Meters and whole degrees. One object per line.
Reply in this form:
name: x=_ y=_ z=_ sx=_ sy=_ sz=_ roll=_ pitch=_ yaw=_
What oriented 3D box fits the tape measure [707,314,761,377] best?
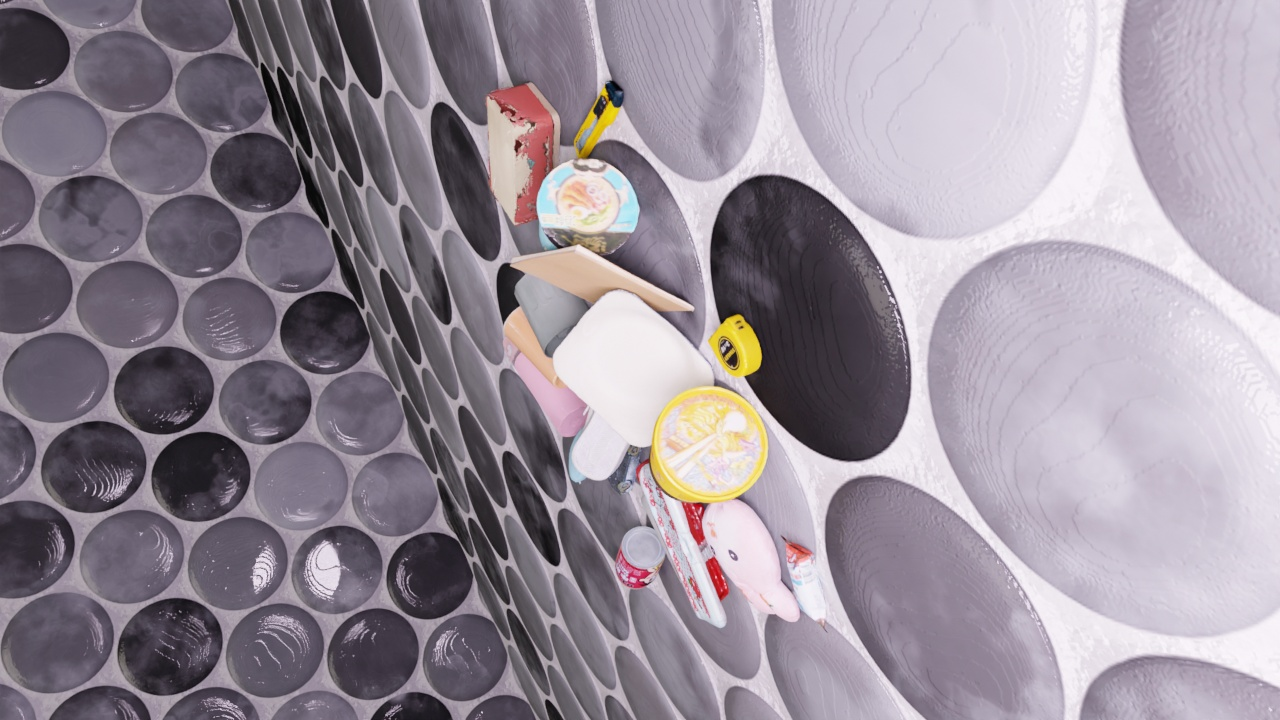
tape measure: x=0.097 y=-0.013 z=0.900 sx=0.057 sy=0.028 sz=0.060 roll=62 pitch=157 yaw=14

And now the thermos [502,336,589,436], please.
thermos: x=-0.148 y=0.034 z=1.421 sx=0.198 sy=0.067 sz=0.087 roll=49 pitch=137 yaw=32

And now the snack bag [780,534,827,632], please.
snack bag: x=0.174 y=0.234 z=0.967 sx=0.048 sy=0.026 sz=0.104 roll=-144 pitch=36 yaw=-70

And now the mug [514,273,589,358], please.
mug: x=-0.119 y=-0.057 z=1.258 sx=0.103 sy=0.083 sz=0.124 roll=60 pitch=155 yaw=21

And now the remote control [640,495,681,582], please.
remote control: x=0.043 y=0.242 z=1.267 sx=0.135 sy=0.019 sz=0.056 roll=64 pitch=157 yaw=7

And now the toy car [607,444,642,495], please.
toy car: x=-0.022 y=0.135 z=1.290 sx=0.054 sy=0.036 sz=0.121 roll=49 pitch=141 yaw=40

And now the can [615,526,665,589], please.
can: x=-0.001 y=0.292 z=1.349 sx=0.066 sy=0.066 sz=0.094 roll=56 pitch=155 yaw=24

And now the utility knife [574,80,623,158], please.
utility knife: x=-0.048 y=-0.259 z=1.003 sx=0.033 sy=0.015 sz=0.154 roll=67 pitch=157 yaw=6

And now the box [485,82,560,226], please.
box: x=-0.156 y=-0.255 z=1.162 sx=0.091 sy=0.077 sz=0.169 roll=54 pitch=155 yaw=29

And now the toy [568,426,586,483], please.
toy: x=-0.072 y=0.120 z=1.318 sx=0.161 sy=0.050 sz=0.156 roll=-71 pitch=5 yaw=-68

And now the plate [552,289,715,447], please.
plate: x=-0.006 y=0.006 z=1.049 sx=0.164 sy=0.034 sz=0.164 roll=43 pitch=126 yaw=-3

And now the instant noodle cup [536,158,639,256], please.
instant noodle cup: x=-0.069 y=-0.159 z=1.044 sx=0.111 sy=0.111 sz=0.120 roll=67 pitch=166 yaw=1

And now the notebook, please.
notebook: x=-0.050 y=-0.087 z=1.045 sx=0.212 sy=0.149 sz=0.012 roll=5 pitch=72 yaw=64

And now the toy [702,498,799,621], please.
toy: x=0.124 y=0.226 z=1.040 sx=0.159 sy=0.054 sz=0.121 roll=60 pitch=159 yaw=-4

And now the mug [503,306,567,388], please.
mug: x=-0.137 y=-0.020 z=1.350 sx=0.122 sy=0.078 sz=0.078 roll=50 pitch=152 yaw=25

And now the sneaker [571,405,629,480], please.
sneaker: x=-0.016 y=0.041 z=1.152 sx=0.089 sy=0.090 sz=0.243 roll=28 pitch=126 yaw=8

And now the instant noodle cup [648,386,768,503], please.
instant noodle cup: x=0.063 y=0.099 z=0.977 sx=0.118 sy=0.118 sz=0.115 roll=62 pitch=165 yaw=11

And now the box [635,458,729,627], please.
box: x=0.052 y=0.211 z=1.100 sx=0.159 sy=0.065 sz=0.201 roll=-23 pitch=-89 yaw=-83
